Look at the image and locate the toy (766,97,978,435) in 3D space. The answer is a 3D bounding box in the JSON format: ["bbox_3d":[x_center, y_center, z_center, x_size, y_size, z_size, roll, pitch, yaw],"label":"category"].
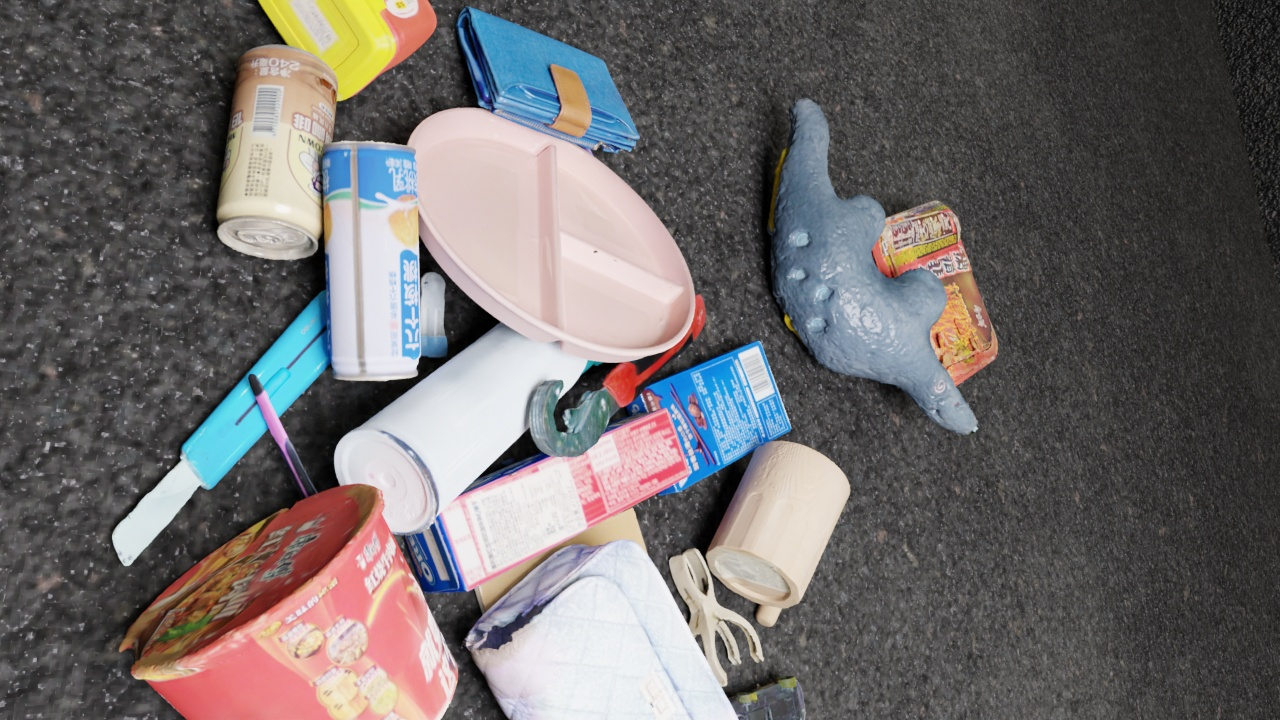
[{"bbox_3d":[0.197,-0.068,0.855,0.137,0.091,0.356,-31,91,-17],"label":"toy"}]

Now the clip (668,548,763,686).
[{"bbox_3d":[0.046,0.202,0.690,0.103,0.035,0.092,52,48,-10],"label":"clip"}]

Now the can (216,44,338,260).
[{"bbox_3d":[-0.214,-0.123,0.545,0.058,0.059,0.116,13,68,-38],"label":"can"}]

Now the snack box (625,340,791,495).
[{"bbox_3d":[0.058,0.044,0.755,0.156,0.026,0.084,-21,91,-43],"label":"snack box"}]

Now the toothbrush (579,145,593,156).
[{"bbox_3d":[-0.012,-0.103,0.749,0.016,0.014,0.189,-31,98,-30],"label":"toothbrush"}]

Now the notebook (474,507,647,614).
[{"bbox_3d":[-0.026,0.223,0.637,0.147,0.008,0.207,-15,87,-43],"label":"notebook"}]

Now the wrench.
[{"bbox_3d":[-0.004,0.004,0.663,0.272,0.016,0.056,-37,124,-58],"label":"wrench"}]

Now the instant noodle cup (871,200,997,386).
[{"bbox_3d":[0.292,-0.062,0.960,0.164,0.079,0.189,-22,90,-43],"label":"instant noodle cup"}]

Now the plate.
[{"bbox_3d":[-0.061,-0.087,0.639,0.229,0.028,0.229,27,37,-23],"label":"plate"}]

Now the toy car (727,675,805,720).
[{"bbox_3d":[0.094,0.272,0.709,0.090,0.035,0.042,1,78,-42],"label":"toy car"}]

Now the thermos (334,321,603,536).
[{"bbox_3d":[-0.094,0.017,0.581,0.073,0.073,0.223,59,35,-11],"label":"thermos"}]

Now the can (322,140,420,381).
[{"bbox_3d":[-0.157,-0.057,0.537,0.053,0.053,0.134,-5,97,-42],"label":"can"}]

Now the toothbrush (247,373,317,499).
[{"bbox_3d":[-0.180,0.093,0.527,0.017,0.014,0.189,-35,107,-53],"label":"toothbrush"}]

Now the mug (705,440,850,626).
[{"bbox_3d":[0.111,0.142,0.737,0.103,0.084,0.125,-57,148,-33],"label":"mug"}]

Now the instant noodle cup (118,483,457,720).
[{"bbox_3d":[-0.163,0.144,0.461,0.137,0.138,0.108,-44,114,-41],"label":"instant noodle cup"}]

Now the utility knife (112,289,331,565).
[{"bbox_3d":[-0.222,0.031,0.518,0.034,0.018,0.198,47,52,-21],"label":"utility knife"}]

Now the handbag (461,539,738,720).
[{"bbox_3d":[-0.016,0.219,0.589,0.133,0.076,0.194,-36,100,-42],"label":"handbag"}]

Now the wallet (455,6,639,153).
[{"bbox_3d":[-0.070,-0.213,0.703,0.132,0.040,0.106,7,51,-40],"label":"wallet"}]

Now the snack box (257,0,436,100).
[{"bbox_3d":[-0.187,-0.227,0.594,0.091,0.082,0.079,56,35,-15],"label":"snack box"}]

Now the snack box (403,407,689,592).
[{"bbox_3d":[-0.059,0.089,0.617,0.206,0.057,0.058,-20,93,-43],"label":"snack box"}]

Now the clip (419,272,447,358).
[{"bbox_3d":[-0.142,-0.030,0.610,0.025,0.031,0.057,3,83,-39],"label":"clip"}]
